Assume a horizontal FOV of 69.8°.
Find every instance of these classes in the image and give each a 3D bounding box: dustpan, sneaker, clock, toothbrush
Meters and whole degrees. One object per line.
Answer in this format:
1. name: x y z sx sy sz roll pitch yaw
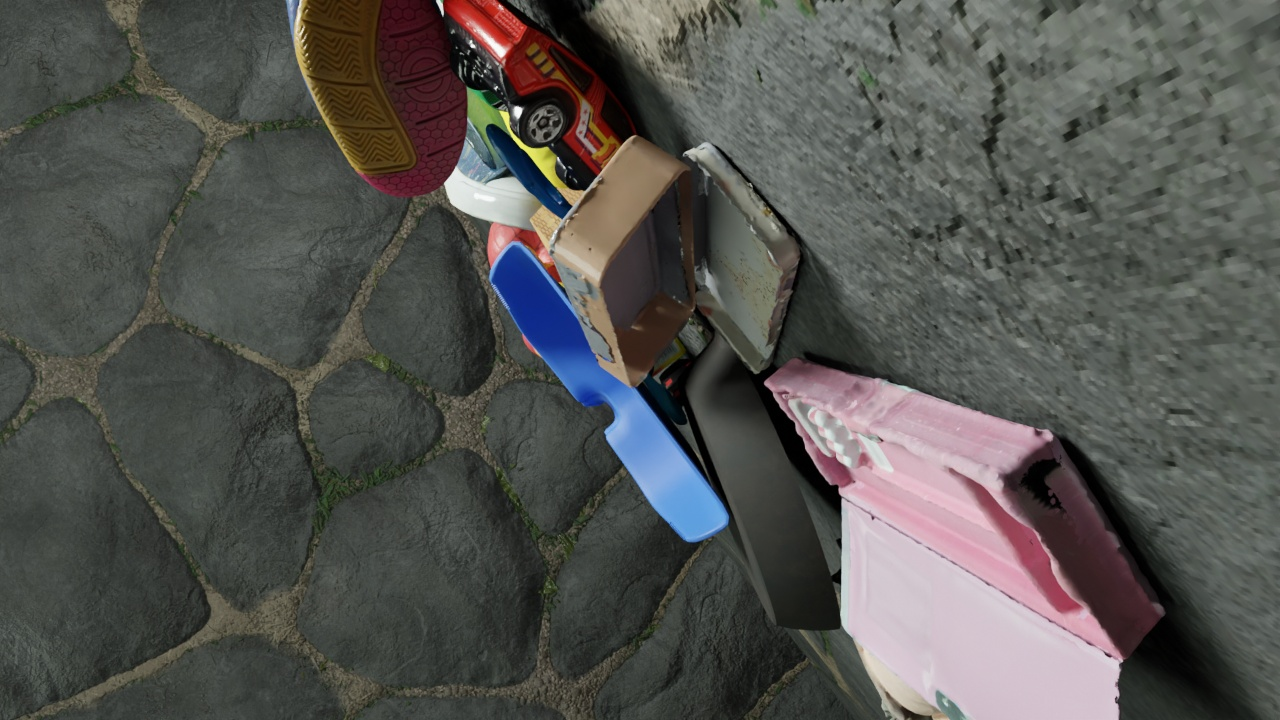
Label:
1. dustpan: -0.021 0.032 0.755 0.245 0.059 0.257 53 -177 5
2. sneaker: -0.148 -0.211 0.497 0.091 0.116 0.242 35 137 46
3. sneaker: -0.129 -0.180 0.816 0.087 0.079 0.235 7 -158 -31
4. clock: -0.135 -0.221 0.697 0.162 0.060 0.118 57 172 -31
5. toothbrush: -0.046 -0.093 0.555 0.132 0.016 0.021 42 -147 -26

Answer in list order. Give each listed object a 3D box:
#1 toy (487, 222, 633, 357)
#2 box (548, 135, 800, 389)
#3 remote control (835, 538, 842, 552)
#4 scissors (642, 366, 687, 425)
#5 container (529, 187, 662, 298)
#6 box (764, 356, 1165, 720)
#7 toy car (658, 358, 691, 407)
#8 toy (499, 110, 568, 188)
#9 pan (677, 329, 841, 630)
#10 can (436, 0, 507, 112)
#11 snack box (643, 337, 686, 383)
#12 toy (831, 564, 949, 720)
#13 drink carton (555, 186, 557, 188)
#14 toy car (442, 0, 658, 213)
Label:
1. toy: -0.085 -0.075 0.895 0.147 0.099 0.216 35 -165 -42
2. box: 0.013 -0.036 0.510 0.094 0.107 0.216 63 177 15
3. remote control: 0.206 0.191 0.758 0.124 0.010 0.039 46 171 48
4. scissors: -0.012 -0.006 0.696 0.132 0.015 0.110 47 -173 -21
5. container: -0.029 -0.085 0.678 0.114 0.061 0.063 49 174 29
6. box: 0.141 0.088 0.431 0.233 0.059 0.179 -149 38 -74
7. toy car: 0.039 0.022 0.891 0.036 0.042 0.092 49 173 11
8. toy: -0.069 -0.160 0.636 0.094 0.041 0.095 55 -179 27
9. pan: 0.075 0.084 0.744 0.356 0.043 0.249 -116 6 -78
10. can: -0.096 -0.196 0.576 0.101 0.053 0.053 47 172 39
11. snack box: -0.008 -0.005 0.933 0.025 0.075 0.152 55 174 -13
12. toy: 0.175 0.170 0.576 0.176 0.076 0.132 69 178 -77
13. drink carton: -0.049 -0.118 0.805 0.122 0.038 0.069 34 160 54
14. toy car: -0.038 -0.130 0.517 0.081 0.056 0.189 50 -176 35
